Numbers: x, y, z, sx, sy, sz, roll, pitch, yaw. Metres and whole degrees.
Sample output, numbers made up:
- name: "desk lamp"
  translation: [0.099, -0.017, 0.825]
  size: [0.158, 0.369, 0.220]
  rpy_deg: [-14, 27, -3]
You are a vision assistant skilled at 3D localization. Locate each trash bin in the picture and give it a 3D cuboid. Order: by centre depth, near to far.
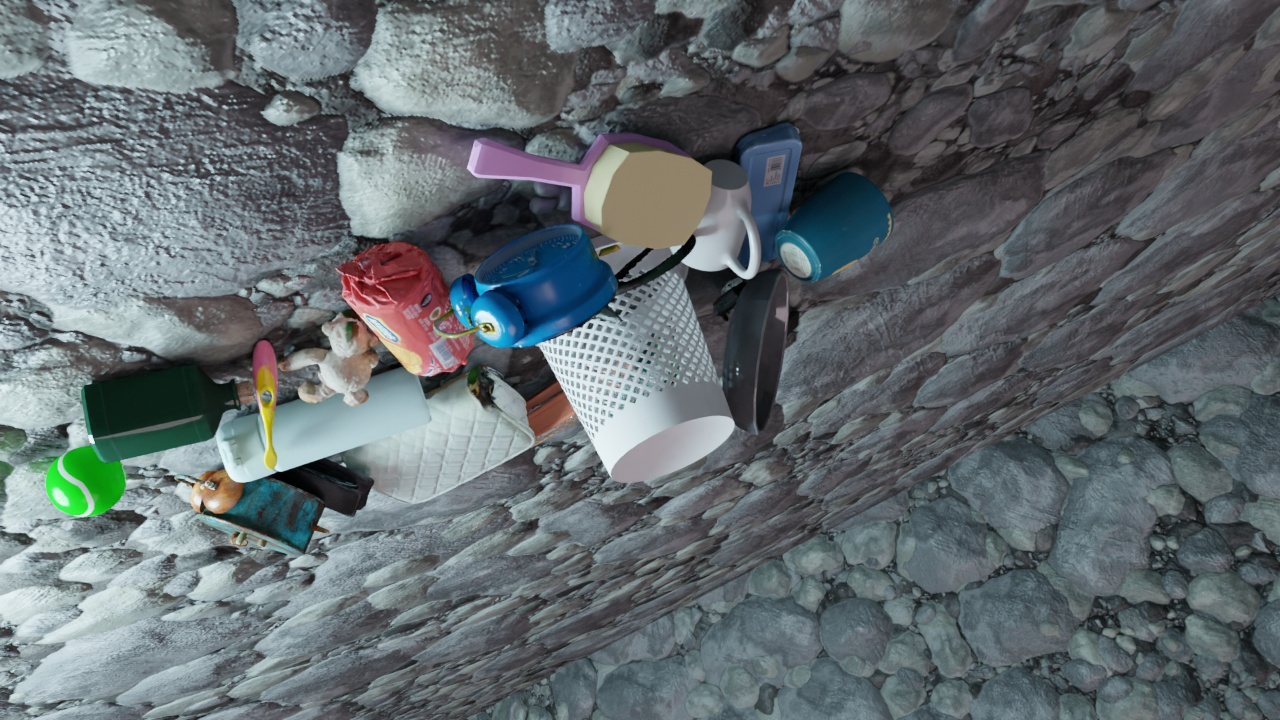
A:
- name: "trash bin"
  translation: [-0.006, 0.005, 0.940]
  size: [0.195, 0.199, 0.196]
  rpy_deg: [-20, 156, -10]

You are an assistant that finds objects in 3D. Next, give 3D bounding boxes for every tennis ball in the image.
- name: "tennis ball"
  translation: [-0.517, 0.113, 0.856]
  size: [0.065, 0.065, 0.065]
  rpy_deg: [-20, 156, -10]

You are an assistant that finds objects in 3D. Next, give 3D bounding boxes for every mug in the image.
- name: "mug"
  translation: [0.080, -0.129, 0.861]
  size: [0.071, 0.107, 0.090]
  rpy_deg: [-24, 150, -28]
- name: "mug"
  translation: [0.190, -0.130, 0.962]
  size: [0.104, 0.084, 0.112]
  rpy_deg: [-38, -174, -21]

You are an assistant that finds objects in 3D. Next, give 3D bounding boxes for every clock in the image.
- name: "clock"
  translation: [-0.096, -0.056, 0.766]
  size: [0.161, 0.117, 0.060]
  rpy_deg: [-33, 120, -20]
- name: "clock"
  translation: [-0.422, 0.161, 0.980]
  size: [0.157, 0.073, 0.121]
  rpy_deg: [32, 155, -31]

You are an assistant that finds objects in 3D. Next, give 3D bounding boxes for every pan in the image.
- name: "pan"
  translation: [0.149, -0.026, 1.066]
  size: [0.041, 0.179, 0.356]
  rpy_deg: [9, -167, 16]

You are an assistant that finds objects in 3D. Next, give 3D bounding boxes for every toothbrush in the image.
- name: "toothbrush"
  translation: [-0.349, 0.041, 0.858]
  size: [0.021, 0.016, 0.136]
  rpy_deg: [-3, 116, -20]

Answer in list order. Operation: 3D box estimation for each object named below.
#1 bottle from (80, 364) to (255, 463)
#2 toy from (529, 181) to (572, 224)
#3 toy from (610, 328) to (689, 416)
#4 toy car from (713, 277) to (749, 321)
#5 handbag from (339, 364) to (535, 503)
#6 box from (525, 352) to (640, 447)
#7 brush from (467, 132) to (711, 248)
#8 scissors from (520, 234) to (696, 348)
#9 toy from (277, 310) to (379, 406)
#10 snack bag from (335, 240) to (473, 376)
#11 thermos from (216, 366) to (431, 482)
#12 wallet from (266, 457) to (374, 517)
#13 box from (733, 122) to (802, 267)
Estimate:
- name: "bottle"
  translation: [-0.412, 0.042, 0.811]
  size: [0.131, 0.061, 0.061]
  rpy_deg: [-13, 156, -23]
- name: "toy"
  translation: [-0.046, -0.142, 0.810]
  size: [0.111, 0.030, 0.049]
  rpy_deg: [-4, 123, -36]
- name: "toy"
  translation: [0.008, 0.011, 1.134]
  size: [0.194, 0.072, 0.130]
  rpy_deg: [-47, -174, 47]
- name: "toy car"
  translation: [0.110, -0.075, 1.068]
  size: [0.040, 0.037, 0.092]
  rpy_deg: [-37, 178, 23]
- name: "handbag"
  translation: [-0.230, 0.085, 1.058]
  size: [0.195, 0.072, 0.139]
  rpy_deg: [-28, 147, 9]
- name: "box"
  translation: [-0.083, 0.036, 1.097]
  size: [0.187, 0.085, 0.048]
  rpy_deg: [-31, 149, 20]
- name: "brush"
  translation: [-0.035, -0.146, 0.757]
  size: [0.228, 0.043, 0.089]
  rpy_deg: [1, 118, -43]
- name: "scissors"
  translation: [-0.052, -0.073, 0.842]
  size: [0.201, 0.202, 0.015]
  rpy_deg: [-36, 125, -25]
- name: "toy"
  translation: [-0.280, -0.007, 0.843]
  size: [0.085, 0.074, 0.106]
  rpy_deg: [7, 139, -29]
- name: "snack bag"
  translation: [-0.200, -0.046, 0.813]
  size: [0.082, 0.082, 0.176]
  rpy_deg: [-22, 156, -4]
- name: "thermos"
  translation: [-0.323, 0.065, 0.937]
  size: [0.206, 0.065, 0.078]
  rpy_deg: [-18, -176, -13]
- name: "wallet"
  translation: [-0.361, 0.137, 1.025]
  size: [0.115, 0.026, 0.089]
  rpy_deg: [24, 145, -9]
- name: "box"
  translation: [0.119, -0.165, 0.934]
  size: [0.066, 0.037, 0.210]
  rpy_deg: [-14, 153, -6]
